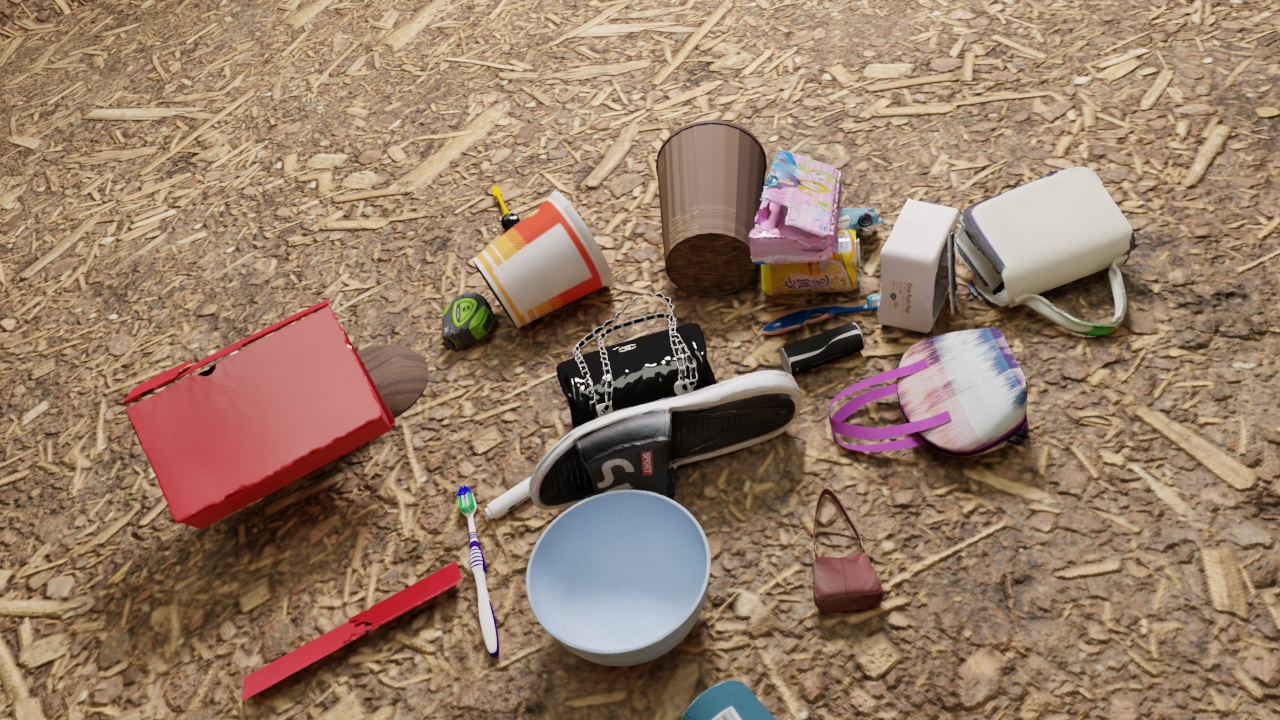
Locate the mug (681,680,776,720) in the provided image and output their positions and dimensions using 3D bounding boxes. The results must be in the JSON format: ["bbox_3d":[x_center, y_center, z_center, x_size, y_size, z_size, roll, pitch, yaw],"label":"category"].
[{"bbox_3d":[0.082,0.287,0.635,0.078,0.078,0.121,-29,42,-13],"label":"mug"}]

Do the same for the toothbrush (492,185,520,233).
[{"bbox_3d":[-0.168,-0.180,1.191,0.031,0.031,0.196,-18,42,-10],"label":"toothbrush"}]

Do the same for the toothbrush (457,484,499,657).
[{"bbox_3d":[-0.148,0.186,0.836,0.015,0.016,0.186,-19,44,-3],"label":"toothbrush"}]

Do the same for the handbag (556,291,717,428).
[{"bbox_3d":[-0.005,0.005,0.882,0.153,0.115,0.125,-13,14,-2],"label":"handbag"}]

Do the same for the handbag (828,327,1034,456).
[{"bbox_3d":[0.258,0.039,0.842,0.170,0.068,0.144,-16,44,9],"label":"handbag"}]

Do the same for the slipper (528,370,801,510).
[{"bbox_3d":[0.028,0.085,0.828,0.263,0.111,0.063,-19,51,-9],"label":"slipper"}]

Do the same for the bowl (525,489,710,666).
[{"bbox_3d":[-0.012,0.188,0.754,0.151,0.075,0.150,-8,45,8],"label":"bowl"}]

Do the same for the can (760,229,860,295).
[{"bbox_3d":[0.184,-0.106,0.993,0.105,0.068,0.067,-2,46,13],"label":"can"}]

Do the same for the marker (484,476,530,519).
[{"bbox_3d":[-0.093,0.113,0.889,0.133,0.020,0.017,-32,51,-16],"label":"marker"}]

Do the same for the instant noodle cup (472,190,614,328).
[{"bbox_3d":[-0.115,-0.108,1.049,0.121,0.123,0.123,-33,47,-7],"label":"instant noodle cup"}]

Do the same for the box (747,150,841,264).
[{"bbox_3d":[0.168,-0.172,0.979,0.085,0.063,0.229,-2,27,15],"label":"box"}]

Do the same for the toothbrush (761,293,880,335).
[{"bbox_3d":[0.194,-0.049,0.971,0.135,0.017,0.021,-14,43,2],"label":"toothbrush"}]

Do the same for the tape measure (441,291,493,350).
[{"bbox_3d":[-0.199,-0.046,1.065,0.059,0.036,0.065,-18,47,10],"label":"tape measure"}]

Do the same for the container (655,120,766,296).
[{"bbox_3d":[0.080,-0.168,1.048,0.132,0.132,0.167,-5,51,11],"label":"container"}]

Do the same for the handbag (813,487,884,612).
[{"bbox_3d":[0.166,0.155,0.776,0.055,0.029,0.119,-7,40,5],"label":"handbag"}]

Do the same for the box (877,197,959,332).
[{"bbox_3d":[0.302,-0.090,0.920,0.102,0.108,0.102,18,53,25],"label":"box"}]

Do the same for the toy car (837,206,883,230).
[{"bbox_3d":[0.216,-0.155,1.040,0.108,0.027,0.060,-14,5,3],"label":"toy car"}]

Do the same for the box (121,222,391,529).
[{"bbox_3d":[-0.426,-0.019,0.982,0.212,0.128,0.425,-29,44,-11],"label":"box"}]

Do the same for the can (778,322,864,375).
[{"bbox_3d":[0.183,-0.012,0.926,0.080,0.031,0.031,-19,45,-4],"label":"can"}]

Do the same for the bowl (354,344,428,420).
[{"bbox_3d":[-0.301,0.018,1.030,0.119,0.032,0.119,-8,45,8],"label":"bowl"}]

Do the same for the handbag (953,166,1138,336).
[{"bbox_3d":[0.420,-0.094,0.930,0.151,0.074,0.176,-22,64,-4],"label":"handbag"}]
